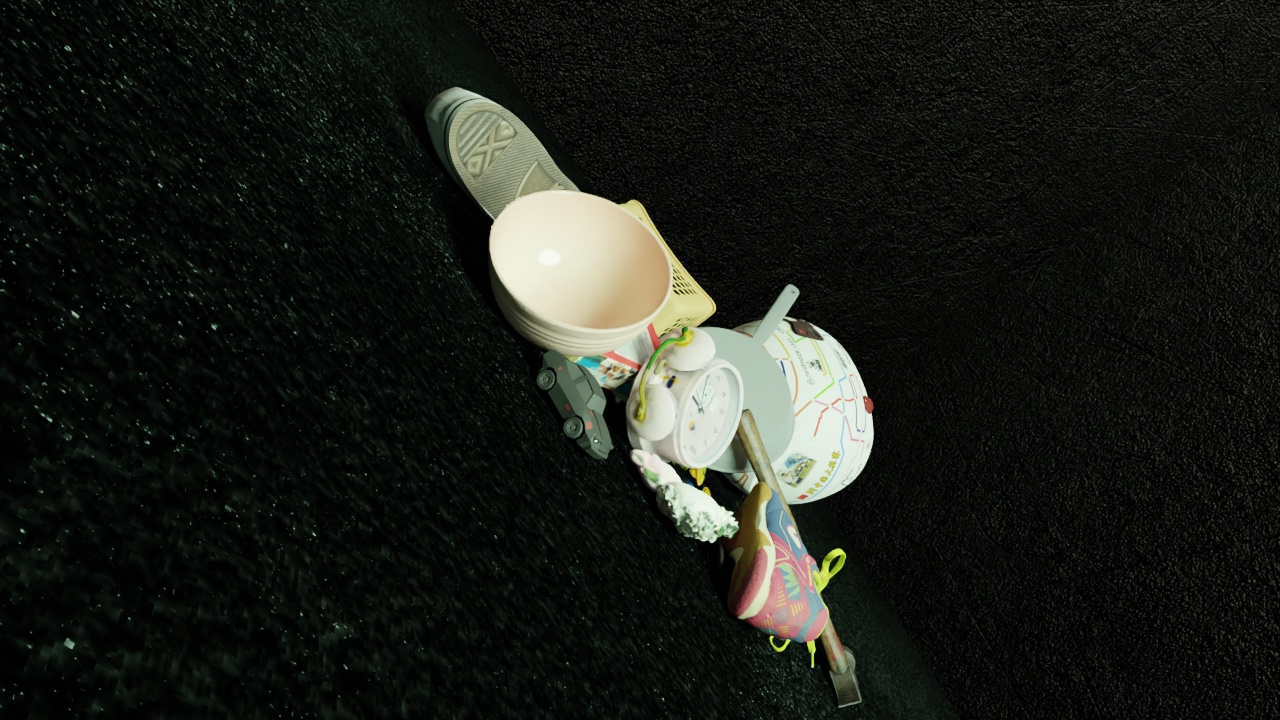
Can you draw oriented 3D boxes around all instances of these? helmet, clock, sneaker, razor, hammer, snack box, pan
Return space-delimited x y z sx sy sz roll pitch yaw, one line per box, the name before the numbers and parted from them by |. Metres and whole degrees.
helmet | 0.180 0.057 1.287 0.235 0.232 0.314 16 31 -29
clock | 0.038 0.034 0.836 0.059 0.116 0.158 18 -21 35
sneaker | -0.137 -0.184 0.941 0.097 0.091 0.245 41 -1 40
razor | 0.061 0.143 0.864 0.044 0.021 0.144 28 31 -32
hammer | 0.168 0.210 0.997 0.120 0.033 0.330 -31 100 -83
sneaker | 0.128 0.194 0.865 0.091 0.116 0.241 26 13 -1
razor | 0.039 0.118 0.914 0.141 0.018 0.044 55 7 1
snack box | -0.037 -0.041 0.862 0.144 0.040 0.142 24 41 -56
pan | 0.134 -0.008 1.136 0.201 0.051 0.355 36 50 4

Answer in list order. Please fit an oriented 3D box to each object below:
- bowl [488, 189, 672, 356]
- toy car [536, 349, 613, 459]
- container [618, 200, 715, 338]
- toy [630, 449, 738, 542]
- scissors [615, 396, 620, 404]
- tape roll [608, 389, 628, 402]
bowl | -0.055 -0.059 0.742 0.153 0.152 0.076 58 -34 26
toy car | -0.045 0.031 0.684 0.091 0.036 0.042 58 8 24
container | -0.006 -0.100 1.187 0.183 0.129 0.166 54 17 6
toy | 0.032 0.118 0.786 0.109 0.041 0.095 43 3 20
scissors | -0.011 0.001 0.975 0.118 0.014 0.129 -12 56 -46
tape roll | -0.006 0.006 0.950 0.094 0.019 0.093 23 42 -23
